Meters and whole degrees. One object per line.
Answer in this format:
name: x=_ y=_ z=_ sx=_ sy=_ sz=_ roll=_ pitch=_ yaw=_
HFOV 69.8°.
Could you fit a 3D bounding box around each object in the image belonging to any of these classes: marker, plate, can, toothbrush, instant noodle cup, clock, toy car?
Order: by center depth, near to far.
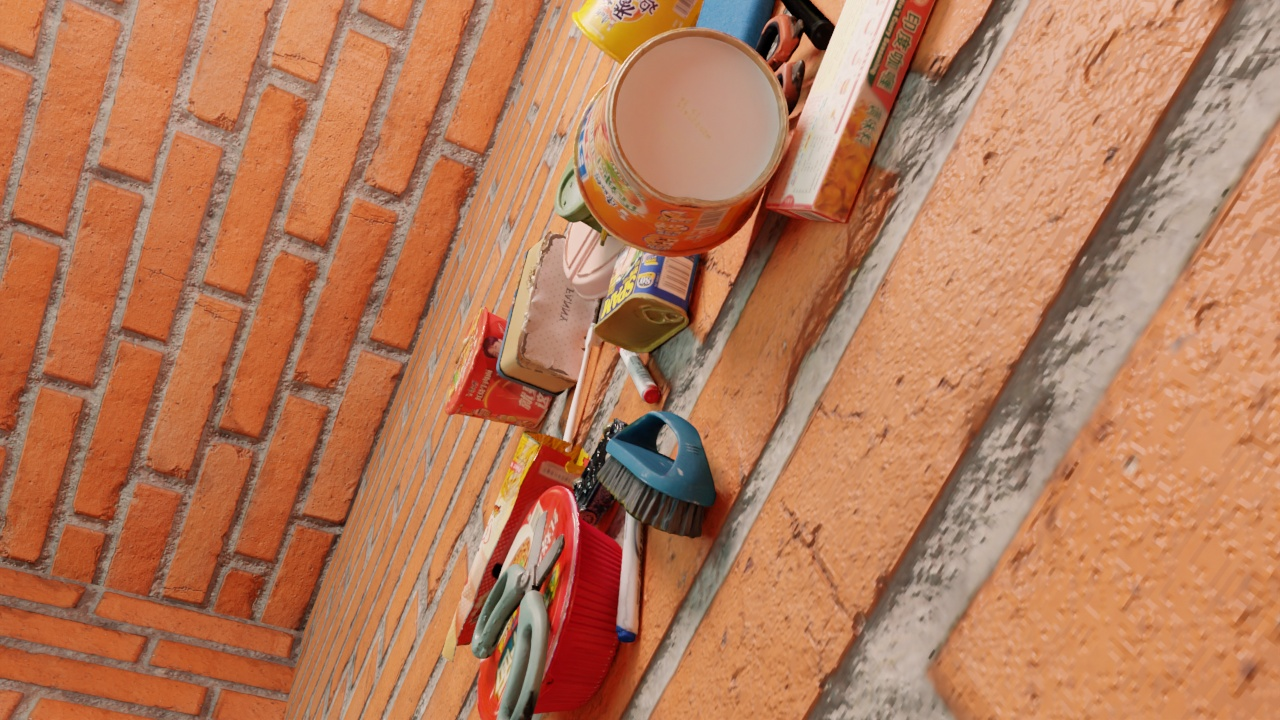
instant noodle cup: x=0.031 y=-0.154 z=0.644 sx=0.111 sy=0.151 sz=0.151 roll=170 pitch=119 yaw=-83
marker: x=-0.006 y=0.139 z=0.688 sx=0.017 sy=0.017 sz=0.145 roll=-51 pitch=26 yaw=45
marker: x=0.129 y=-0.273 z=0.718 sx=0.020 sy=0.022 sz=0.131 roll=-20 pitch=35 yaw=9
instant noodle cup: x=-0.065 y=0.198 z=0.720 sx=0.194 sy=0.065 sz=0.193 roll=-54 pitch=26 yaw=40
toy car: x=-0.030 y=0.097 z=0.775 sx=0.049 sy=0.031 sz=0.106 roll=-103 pitch=36 yaw=-57
can: x=0.008 y=-0.064 z=0.796 sx=0.102 sy=0.057 sz=0.083 roll=-36 pitch=36 yaw=59
marker: x=-0.005 y=0.005 z=0.823 sx=0.017 sy=0.017 sz=0.145 roll=-65 pitch=19 yaw=15
clock: x=-0.031 y=-0.184 z=0.888 sx=0.116 sy=0.056 sz=0.161 roll=-51 pitch=29 yaw=19
plate: x=-0.011 y=-0.169 z=0.934 sx=0.230 sy=0.028 sz=0.229 roll=-42 pitch=32 yaw=34
toothbrush: x=-0.064 y=0.048 z=0.955 sx=0.016 sy=0.016 sz=0.180 roll=156 pitch=129 yaw=-68
instant noodle cup: x=0.010 y=-0.383 z=1.006 sx=0.110 sy=0.138 sz=0.137 roll=-52 pitch=24 yaw=24
instant noodle cup: x=-0.164 y=0.016 z=1.115 sx=0.138 sy=0.108 sz=0.137 roll=-56 pitch=23 yaw=38

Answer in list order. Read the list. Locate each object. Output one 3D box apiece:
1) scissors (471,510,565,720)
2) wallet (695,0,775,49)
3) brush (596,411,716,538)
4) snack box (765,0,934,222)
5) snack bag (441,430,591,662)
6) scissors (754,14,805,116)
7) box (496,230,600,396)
scissors: x=-0.094 y=0.203 z=0.667 sx=0.175 sy=0.019 sz=0.169 roll=-52 pitch=24 yaw=40
wallet: x=0.090 y=-0.325 z=0.857 sx=0.106 sy=0.040 sz=0.133 roll=9 pitch=79 yaw=63
brush: x=0.013 y=0.073 z=0.641 sx=0.073 sy=0.055 sz=0.144 roll=-70 pitch=18 yaw=1
snack box: x=0.133 y=-0.167 z=0.590 sx=0.156 sy=0.027 sz=0.077 roll=-68 pitch=18 yaw=5
snack bag: x=-0.113 y=0.173 z=0.856 sx=0.208 sy=0.073 sz=0.128 roll=-66 pitch=-18 yaw=3
scissors: x=0.093 y=-0.243 z=0.776 sx=0.209 sy=0.015 sz=0.183 roll=-101 pitch=18 yaw=-45
box: x=-0.098 y=-0.047 z=1.025 sx=0.064 sy=0.089 sz=0.184 roll=-25 pitch=46 yaw=56
